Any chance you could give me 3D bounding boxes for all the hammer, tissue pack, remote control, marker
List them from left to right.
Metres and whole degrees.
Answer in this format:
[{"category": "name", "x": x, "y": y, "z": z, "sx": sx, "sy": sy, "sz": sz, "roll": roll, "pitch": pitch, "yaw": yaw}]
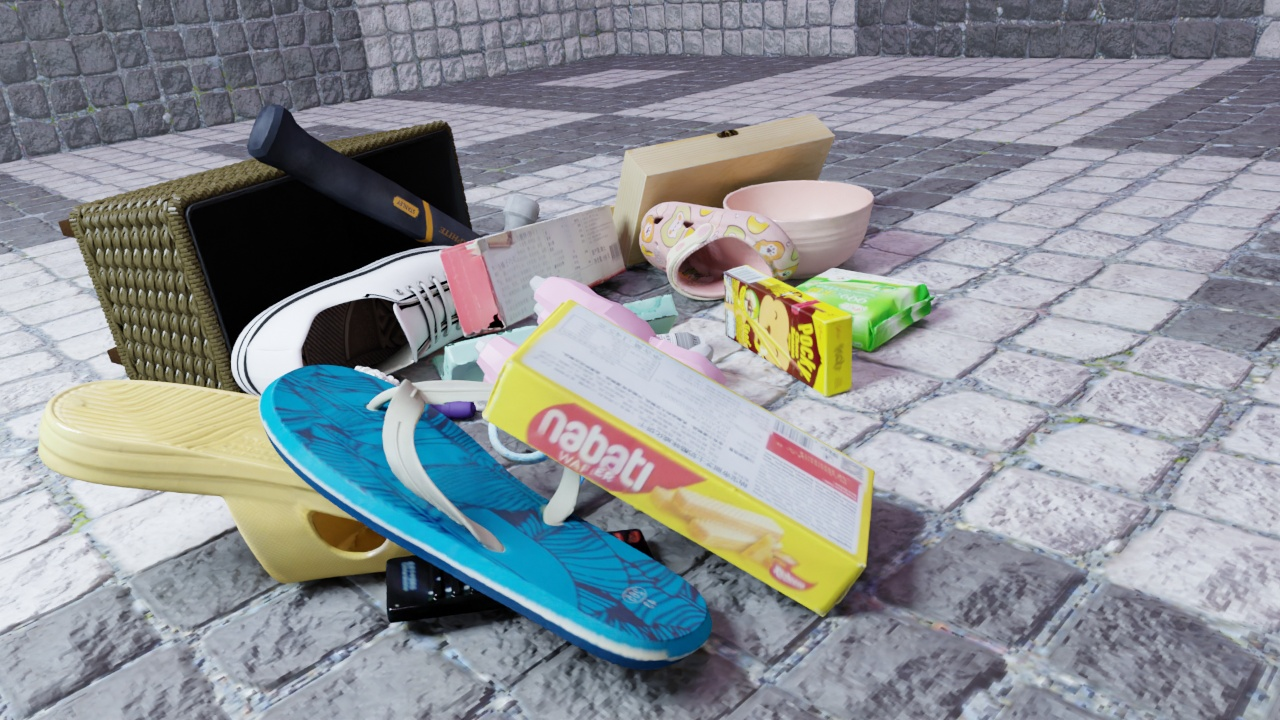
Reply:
[{"category": "marker", "x": -0.190, "y": 0.039, "z": 0.692, "sx": 0.134, "sy": 0.015, "sz": 0.018, "roll": -3, "pitch": 9, "yaw": 5}, {"category": "hammer", "x": -0.207, "y": -0.138, "z": 0.817, "sx": 0.035, "sy": 0.139, "sz": 0.312, "roll": 12, "pitch": -10, "yaw": 33}, {"category": "remote control", "x": -0.062, "y": 0.115, "z": 0.487, "sx": 0.140, "sy": 0.021, "sz": 0.045, "roll": -6, "pitch": 26, "yaw": -13}, {"category": "tissue pack", "x": 0.182, "y": -0.047, "z": 0.793, "sx": 0.099, "sy": 0.034, "sz": 0.114, "roll": -27, "pitch": 30, "yaw": -38}]

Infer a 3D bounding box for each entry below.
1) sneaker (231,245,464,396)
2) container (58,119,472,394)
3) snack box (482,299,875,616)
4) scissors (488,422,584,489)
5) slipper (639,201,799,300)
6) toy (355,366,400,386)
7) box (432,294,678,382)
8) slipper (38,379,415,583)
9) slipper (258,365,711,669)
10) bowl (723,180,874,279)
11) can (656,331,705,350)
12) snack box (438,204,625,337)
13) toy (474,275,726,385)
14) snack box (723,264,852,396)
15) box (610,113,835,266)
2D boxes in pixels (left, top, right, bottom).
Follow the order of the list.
[{"category": "sneaker", "x": -0.198, "y": -0.032, "z": 0.750, "sx": 0.097, "sy": 0.091, "sz": 0.244, "roll": 8, "pitch": 24, "yaw": 40}, {"category": "container", "x": -0.336, "y": -0.101, "z": 0.854, "sx": 0.205, "sy": 0.176, "sz": 0.319, "roll": 4, "pitch": 25, "yaw": 28}, {"category": "snack box", "x": 0.025, "y": 0.045, "z": 0.483, "sx": 0.200, "sy": 0.042, "sz": 0.092, "roll": 30, "pitch": 29, "yaw": 2}, {"category": "scissors", "x": -0.034, "y": 0.046, "z": 0.572, "sx": 0.127, "sy": 0.013, "sz": 0.125, "roll": 11, "pitch": 59, "yaw": 15}, {"category": "slipper", "x": 0.063, "y": -0.094, "z": 0.878, "sx": 0.197, "sy": 0.093, "sz": 0.081, "roll": 14, "pitch": 61, "yaw": 51}, {"category": "toy", "x": -0.211, "y": 0.026, "z": 0.636, "sx": 0.109, "sy": 0.041, "sz": 0.096, "roll": -5, "pitch": -5, "yaw": -1}, {"category": "box", "x": -0.074, "y": -0.013, "z": 0.760, "sx": 0.186, "sy": 0.055, "sz": 0.138, "roll": -13, "pitch": -3, "yaw": -17}, {"category": "slipper", "x": -0.197, "y": 0.075, "z": 0.525, "sx": 0.263, "sy": 0.078, "sz": 0.099, "roll": 13, "pitch": 20, "yaw": -13}, {"category": "slipper", "x": -0.088, "y": 0.055, "z": 0.470, "sx": 0.295, "sy": 0.060, "sz": 0.118, "roll": 27, "pitch": 21, "yaw": 26}, {"category": "bowl", "x": 0.159, "y": -0.129, "z": 0.930, "sx": 0.153, "sy": 0.076, "sz": 0.152, "roll": -4, "pitch": 25, "yaw": 2}, {"category": "can", "x": -0.004, "y": 0.004, "z": 0.698, "sx": 0.106, "sy": 0.044, "sz": 0.044, "roll": -6, "pitch": 24, "yaw": -2}, {"category": "snack box", "x": -0.087, "y": -0.087, "z": 0.830, "sx": 0.044, "sy": 0.076, "sz": 0.272, "roll": -10, "pitch": 11, "yaw": 23}, {"category": "toy", "x": -0.026, "y": 0.011, "z": 0.635, "sx": 0.157, "sy": 0.067, "sz": 0.123, "roll": 34, "pitch": 71, "yaw": 10}, {"category": "snack box", "x": 0.113, "y": -0.027, "z": 0.724, "sx": 0.025, "sy": 0.061, "sz": 0.149, "roll": -15, "pitch": 25, "yaw": -21}, {"category": "box", "x": 0.064, "y": -0.183, "z": 1.060, "sx": 0.247, "sy": 0.119, "sz": 0.253, "roll": -16, "pitch": 2, "yaw": -26}]
